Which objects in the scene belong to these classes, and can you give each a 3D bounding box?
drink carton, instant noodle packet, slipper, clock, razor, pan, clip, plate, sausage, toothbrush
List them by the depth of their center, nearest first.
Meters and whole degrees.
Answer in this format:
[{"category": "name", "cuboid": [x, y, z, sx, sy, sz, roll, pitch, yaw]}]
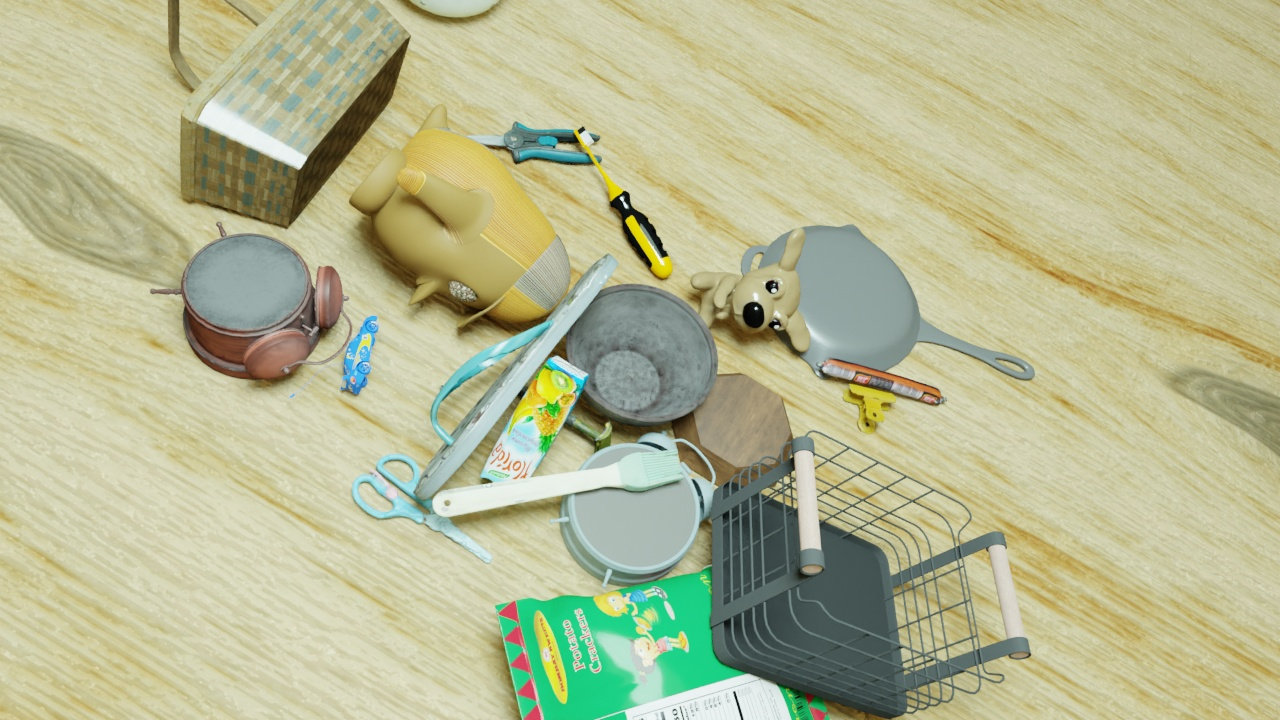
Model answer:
[{"category": "instant noodle packet", "cuboid": [0.028, 0.263, 0.730, 0.252, 0.091, 0.195, -7, 64, -26]}, {"category": "slipper", "cuboid": [-0.120, 0.001, 0.801, 0.055, 0.098, 0.268, 41, 76, -9]}, {"category": "drink carton", "cuboid": [-0.093, 0.059, 0.803, 0.044, 0.038, 0.129, 31, 97, 1]}, {"category": "clock", "cuboid": [-0.328, -0.045, 0.806, 0.157, 0.072, 0.120, 29, 58, 1]}, {"category": "clock", "cuboid": [0.001, 0.129, 0.823, 0.159, 0.045, 0.122, -35, 77, -27]}, {"category": "razor", "cuboid": [-0.074, 0.050, 0.854, 0.106, 0.042, 0.026, 30, 66, 13]}, {"category": "plate", "cuboid": [0.094, 0.063, 0.897, 0.131, 0.025, 0.131, 7, 61, -13]}, {"category": "clip", "cuboid": [0.239, 0.047, 0.943, 0.053, 0.039, 0.047, 15, 52, -10]}, {"category": "sausage", "cuboid": [0.255, 0.021, 0.964, 0.155, 0.020, 0.020, 15, 59, -14]}, {"category": "toothbrush", "cuboid": [-0.021, -0.170, 0.983, 0.031, 0.031, 0.196, -35, 77, 15]}, {"category": "pan", "cuboid": [0.280, -0.051, 1.014, 0.354, 0.024, 0.216, 21, 59, -5]}]

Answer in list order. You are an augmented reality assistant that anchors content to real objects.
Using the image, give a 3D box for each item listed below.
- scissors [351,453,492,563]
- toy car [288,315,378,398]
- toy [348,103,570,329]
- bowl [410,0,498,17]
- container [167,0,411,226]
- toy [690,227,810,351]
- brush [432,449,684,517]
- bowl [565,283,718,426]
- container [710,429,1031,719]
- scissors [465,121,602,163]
[{"category": "scissors", "cuboid": [-0.181, 0.132, 0.793, 0.138, 0.015, 0.062, 36, 55, -2]}, {"category": "toy car", "cuboid": [-0.272, -0.002, 0.820, 0.062, 0.033, 0.091, 12, 60, -18]}, {"category": "toy", "cuboid": [-0.160, -0.112, 0.859, 0.203, 0.199, 0.162, 40, 86, -14]}, {"category": "bowl", "cuboid": [-0.221, -0.454, 1.059, 0.153, 0.073, 0.153, 7, 61, -13]}, {"category": "container", "cuboid": [-0.361, -0.272, 0.877, 0.186, 0.158, 0.249, 32, 58, -11]}, {"category": "toy", "cuboid": [0.111, -0.066, 0.933, 0.108, 0.134, 0.105, 6, 30, 26]}, {"category": "brush", "cuboid": [-0.067, 0.106, 0.784, 0.217, 0.012, 0.033, -7, 65, -17]}, {"category": "bowl", "cuboid": [-0.005, 0.005, 0.875, 0.145, 0.067, 0.144, 7, 61, -13]}, {"category": "container", "cuboid": [0.179, 0.176, 0.750, 0.241, 0.131, 0.162, 26, 46, -25]}, {"category": "scissors", "cuboid": [-0.112, -0.242, 1.006, 0.129, 0.019, 0.137, 43, 65, 2]}]
